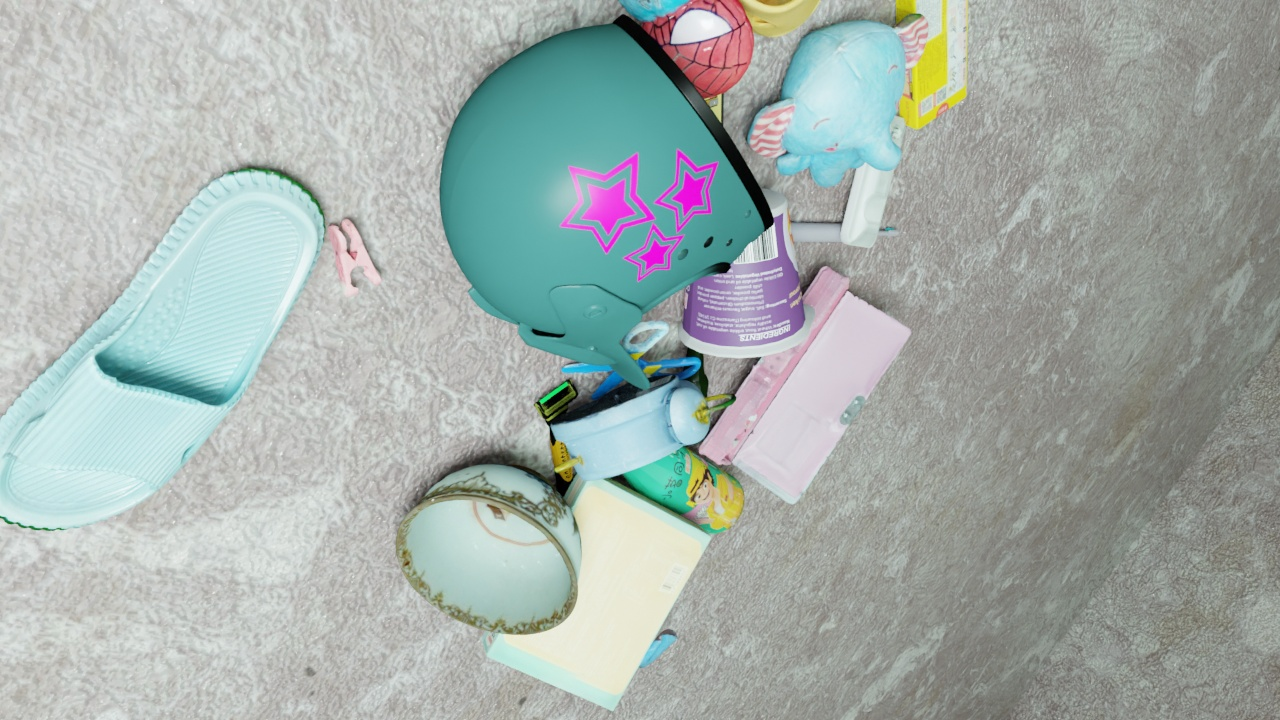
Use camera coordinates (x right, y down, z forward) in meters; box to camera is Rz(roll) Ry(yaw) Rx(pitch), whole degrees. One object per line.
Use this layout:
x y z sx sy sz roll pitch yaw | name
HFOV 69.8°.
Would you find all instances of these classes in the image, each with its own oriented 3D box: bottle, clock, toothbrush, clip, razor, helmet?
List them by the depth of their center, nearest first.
-0.203 -0.067 0.633 0.045 0.023 0.060 -47 144 -8 | clip
-0.029 -0.094 0.653 0.200 0.176 0.274 -39 147 6 | helmet
0.002 0.050 0.781 0.162 0.118 0.060 -20 94 7 | clock
-0.073 0.084 0.852 0.043 0.021 0.144 -37 137 -36 | razor
0.052 0.027 0.915 0.033 0.033 0.123 -20 129 -31 | bottle
0.022 0.112 0.919 0.209 0.068 0.068 34 93 -41 | bottle
0.211 -0.133 0.954 0.187 0.019 0.018 -6 137 -39 | toothbrush

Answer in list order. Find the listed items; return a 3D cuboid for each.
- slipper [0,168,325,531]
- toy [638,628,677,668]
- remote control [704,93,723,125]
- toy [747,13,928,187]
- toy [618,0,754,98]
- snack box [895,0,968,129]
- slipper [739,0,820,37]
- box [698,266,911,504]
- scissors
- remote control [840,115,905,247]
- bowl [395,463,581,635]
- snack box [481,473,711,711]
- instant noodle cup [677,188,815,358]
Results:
-0.290 0.004 0.570 0.276 0.069 0.116 -53 142 0 | slipper
-0.020 0.251 0.958 0.224 0.099 0.191 24 96 -36 | toy
0.043 -0.232 0.739 0.058 0.013 0.134 -26 132 -26 | remote control
0.184 -0.212 0.818 0.183 0.115 0.181 -35 148 -4 | toy
0.028 -0.242 0.654 0.133 0.092 0.062 44 55 -35 | toy
0.284 -0.309 0.891 0.075 0.025 0.152 -35 136 -18 | snack box
0.097 -0.296 0.658 0.100 0.078 0.263 -58 155 14 | slipper
0.176 0.031 0.953 0.232 0.115 0.106 -56 166 3 | box
-0.008 0.000 0.811 0.125 0.016 0.123 -6 142 -2 | scissors
0.237 -0.180 0.925 0.050 0.022 0.133 -1 108 -41 | remote control
-0.117 0.146 0.786 0.093 0.160 0.160 -68 162 -53 | bowl
-0.040 0.216 0.869 0.141 0.044 0.193 30 89 -19 | snack box
0.097 -0.086 0.822 0.136 0.122 0.122 -17 119 -22 | instant noodle cup
